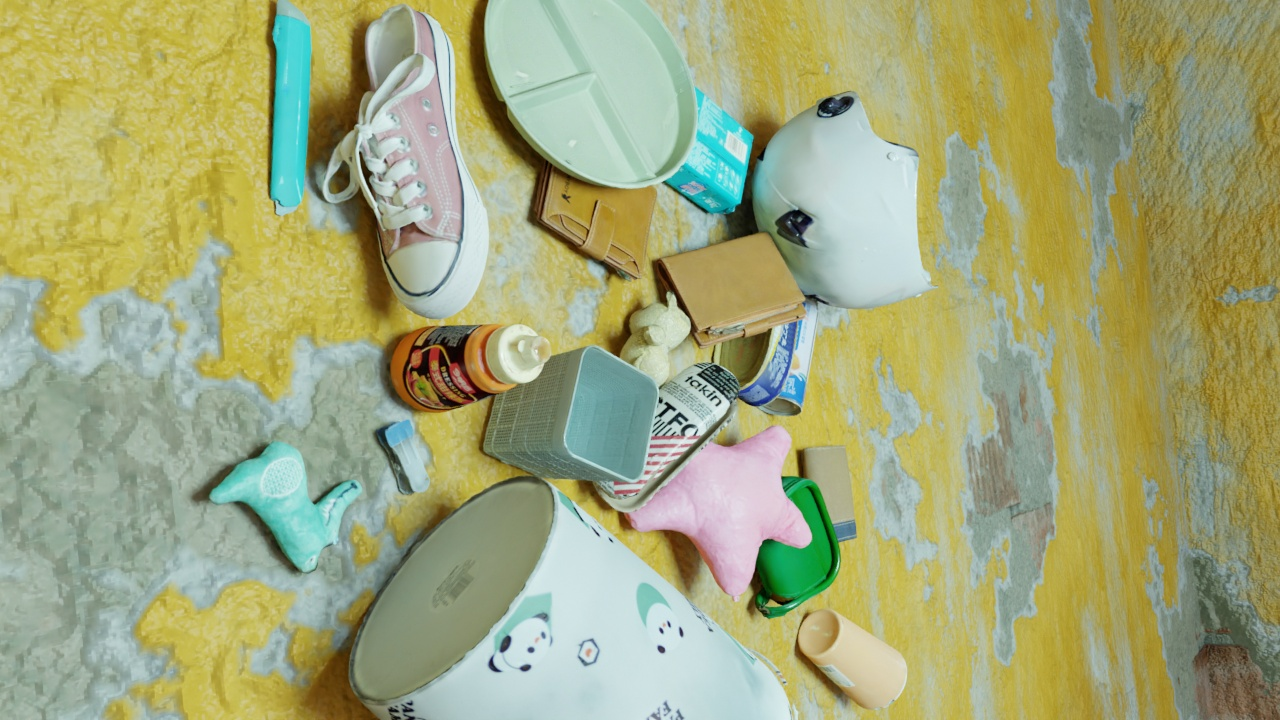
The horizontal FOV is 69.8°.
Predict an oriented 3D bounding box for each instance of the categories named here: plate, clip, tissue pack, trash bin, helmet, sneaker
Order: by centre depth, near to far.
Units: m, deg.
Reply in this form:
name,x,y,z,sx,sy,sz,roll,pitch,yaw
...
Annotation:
name,x,y,z,sx,sy,sz,roll,pitch,yaw
trash bin,-0.051,0.232,0.656,0.252,0.230,0.228,49,51,-22
sneaker,-0.174,-0.150,0.661,0.087,0.118,0.241,11,69,-63
clip,-0.176,0.073,0.686,0.026,0.038,0.058,-31,104,-47
plate,-0.043,-0.261,0.842,0.230,0.028,0.230,13,68,-34
tissue pack,0.059,-0.221,0.959,0.133,0.050,0.093,28,65,-40
helmet,0.200,-0.159,1.005,0.258,0.146,0.229,62,-3,45

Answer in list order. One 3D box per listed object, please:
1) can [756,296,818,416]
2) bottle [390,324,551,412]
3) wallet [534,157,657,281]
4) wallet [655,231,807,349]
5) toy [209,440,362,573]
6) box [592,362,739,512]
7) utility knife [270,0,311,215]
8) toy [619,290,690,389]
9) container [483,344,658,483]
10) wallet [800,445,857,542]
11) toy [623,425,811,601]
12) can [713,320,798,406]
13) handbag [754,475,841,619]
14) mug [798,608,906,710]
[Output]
name,x,y,z,sx,sy,sz,roll,pitch,yaw
can,0.167,-0.008,1.036,0.053,0.053,0.134,34,60,-39
bottle,-0.118,0.001,0.660,0.066,0.150,0.066,9,77,-45
wallet,-0.042,-0.140,0.856,0.130,0.035,0.118,27,59,-40
wallet,0.094,-0.073,0.929,0.131,0.031,0.107,-18,68,-23
toy,-0.231,0.096,0.616,0.096,0.030,0.092,-47,122,-48
box,0.022,0.071,0.845,0.163,0.075,0.082,-45,149,-17
utility knife,-0.250,-0.179,0.652,0.029,0.013,0.157,6,82,-43
toy,-0.005,0.005,0.854,0.156,0.066,0.105,-55,154,-32
container,-0.060,0.047,0.743,0.090,0.112,0.090,30,63,-41
wallet,0.223,0.159,1.086,0.090,0.033,0.115,2,81,-49
toy,0.074,0.141,0.883,0.194,0.075,0.178,4,67,-22
can,0.125,-0.026,0.981,0.049,0.075,0.148,34,58,-41
handbag,0.148,0.193,0.982,0.119,0.068,0.131,-29,106,-37
mug,0.237,0.336,1.045,0.122,0.078,0.078,41,56,-29
